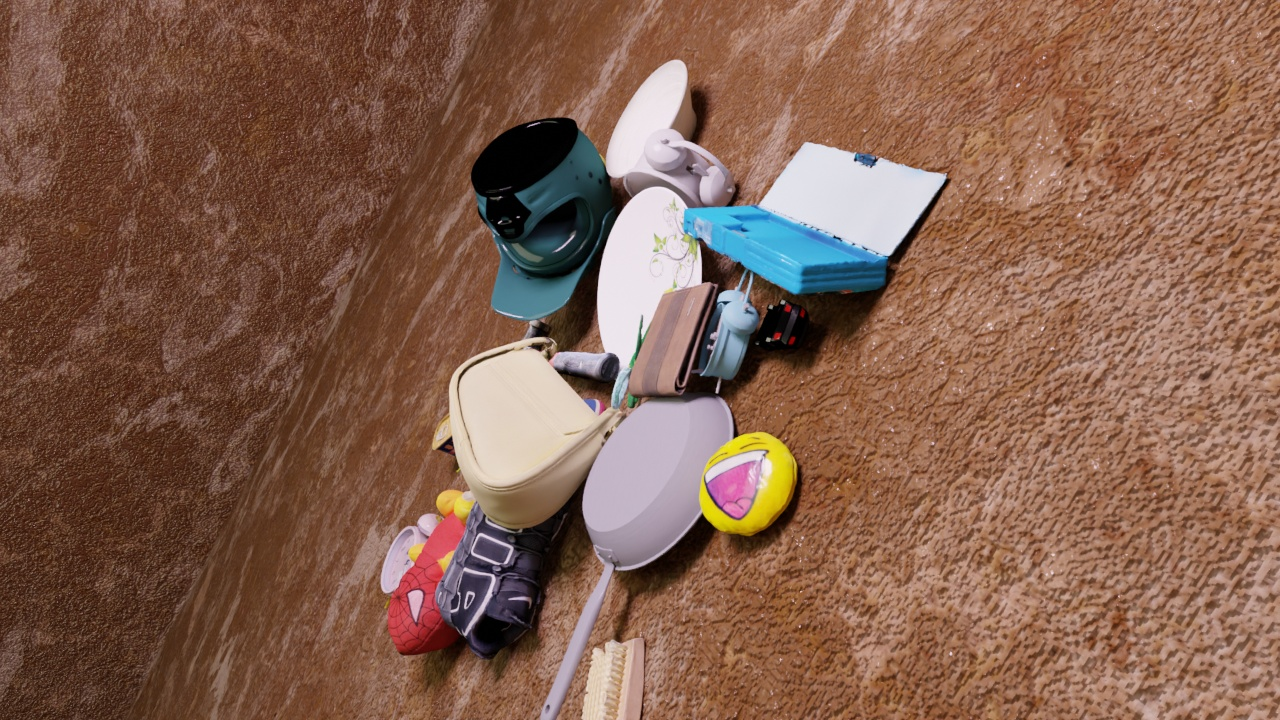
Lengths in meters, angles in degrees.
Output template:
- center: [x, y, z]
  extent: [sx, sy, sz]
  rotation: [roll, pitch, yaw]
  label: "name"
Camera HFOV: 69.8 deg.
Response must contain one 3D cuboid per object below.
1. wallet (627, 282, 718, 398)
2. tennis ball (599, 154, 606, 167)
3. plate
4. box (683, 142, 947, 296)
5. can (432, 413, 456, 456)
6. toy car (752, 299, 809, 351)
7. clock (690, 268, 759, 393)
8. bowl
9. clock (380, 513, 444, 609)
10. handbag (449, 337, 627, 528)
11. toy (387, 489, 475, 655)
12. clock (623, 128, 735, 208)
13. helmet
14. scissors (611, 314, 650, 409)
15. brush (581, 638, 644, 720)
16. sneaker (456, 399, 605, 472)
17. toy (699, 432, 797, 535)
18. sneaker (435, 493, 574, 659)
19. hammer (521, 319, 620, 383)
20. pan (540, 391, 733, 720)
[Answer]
- center: [0.033, -0.019, 0.935]
  extent: [0.099, 0.027, 0.121]
  rotation: [-9, 57, 63]
  label: "wallet"
- center: [-0.081, -0.287, 1.395]
  extent: [0.065, 0.065, 0.065]
  rotation: [-40, 35, 37]
  label: "tennis ball"
- center: [0.017, -0.083, 1.063]
  extent: [0.230, 0.030, 0.229]
  rotation: [-10, 79, 59]
  label: "plate"
- center: [0.159, -0.128, 0.871]
  extent: [0.170, 0.070, 0.243]
  rotation: [-31, 28, -8]
  label: "box"
- center: [-0.264, 0.108, 1.385]
  extent: [0.100, 0.059, 0.053]
  rotation: [-37, 38, 40]
  label: "can"
- center: [0.132, -0.028, 0.844]
  extent: [0.092, 0.036, 0.042]
  rotation: [160, 131, -84]
  label: "toy car"
- center: [0.086, -0.035, 0.892]
  extent: [0.087, 0.042, 0.123]
  rotation: [-92, 19, -73]
  label: "clock"
- center: [0.027, -0.312, 1.239]
  extent: [0.177, 0.057, 0.176]
  rotation: [-41, 35, 37]
  label: "bowl"
- center: [-0.317, 0.288, 1.323]
  extent: [0.158, 0.058, 0.116]
  rotation: [-41, 35, 36]
  label: "clock"
- center: [-0.131, 0.074, 1.038]
  extent: [0.190, 0.089, 0.233]
  rotation: [-26, 42, -19]
  label: "handbag"
- center: [-0.253, 0.277, 1.182]
  extent: [0.216, 0.098, 0.148]
  rotation: [-69, 17, -12]
  label: "toy"
- center: [0.044, -0.210, 1.066]
  extent: [0.061, 0.120, 0.159]
  rotation: [-61, 16, -14]
  label: "clock"
- center: [-0.133, -0.194, 1.262]
  extent: [0.177, 0.200, 0.274]
  rotation: [-4, 38, 18]
  label: "helmet"
- center: [-0.008, 0.007, 0.993]
  extent: [0.129, 0.011, 0.126]
  rotation: [-58, -21, -53]
  label: "scissors"
- center: [-0.027, 0.308, 0.829]
  extent: [0.049, 0.039, 0.116]
  rotation: [-35, 35, 41]
  label: "brush"
- center: [-0.137, 0.101, 1.137]
  extent: [0.243, 0.091, 0.116]
  rotation: [-31, 40, 45]
  label: "sneaker"
- center: [0.092, 0.106, 0.790]
  extent: [0.096, 0.041, 0.094]
  rotation: [-26, 46, 30]
  label: "toy"
- center: [-0.142, 0.232, 1.042]
  extent: [0.253, 0.097, 0.151]
  rotation: [-59, 33, 11]
  label: "sneaker"
- center: [-0.110, 0.011, 1.210]
  extent: [0.327, 0.036, 0.140]
  rotation: [5, 70, 64]
  label: "hammer"
- center: [-0.024, 0.178, 0.888]
  extent: [0.201, 0.051, 0.356]
  rotation: [-3, 55, 60]
  label: "pan"
